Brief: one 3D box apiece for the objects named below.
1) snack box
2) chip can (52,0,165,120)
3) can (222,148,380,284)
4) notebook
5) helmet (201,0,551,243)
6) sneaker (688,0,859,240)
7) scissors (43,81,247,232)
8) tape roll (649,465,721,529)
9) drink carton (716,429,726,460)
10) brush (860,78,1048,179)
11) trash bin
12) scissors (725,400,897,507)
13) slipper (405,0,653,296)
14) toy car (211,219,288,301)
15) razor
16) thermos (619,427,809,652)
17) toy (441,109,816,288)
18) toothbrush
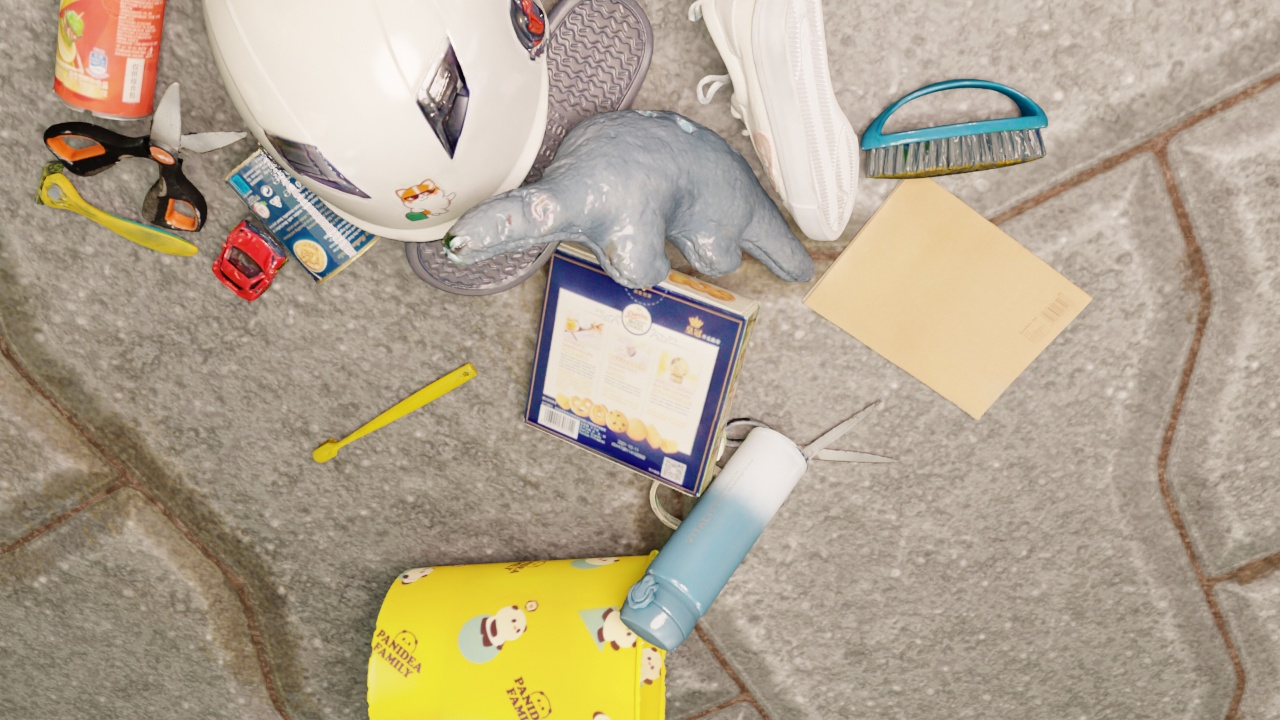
[{"bbox_3d":[-0.005,0.005,0.795,0.178,0.045,0.183,22,119,17],"label":"snack box"},{"bbox_3d":[-0.381,-0.289,0.671,0.073,0.073,0.217,18,117,-8],"label":"chip can"},{"bbox_3d":[-0.273,-0.128,0.750,0.075,0.075,0.111,-31,113,16],"label":"can"},{"bbox_3d":[0.273,-0.053,0.815,0.211,0.012,0.150,31,113,-14],"label":"notebook"},{"bbox_3d":[-0.191,-0.224,0.612,0.230,0.156,0.274,-20,83,14],"label":"helmet"},{"bbox_3d":[0.101,-0.180,0.693,0.091,0.089,0.242,15,153,32],"label":"sneaker"},{"bbox_3d":[-0.377,-0.157,0.695,0.204,0.021,0.225,21,155,-5],"label":"scissors"},{"bbox_3d":[0.052,0.136,0.912,0.086,0.013,0.086,4,121,7],"label":"tape roll"},{"bbox_3d":[0.048,0.029,0.842,0.054,0.045,0.123,2,118,18],"label":"drink carton"},{"bbox_3d":[0.247,-0.183,0.724,0.144,0.055,0.073,-5,102,5],"label":"brush"},{"bbox_3d":[-0.110,0.299,0.899,0.255,0.229,0.230,0,118,7],"label":"trash bin"},{"bbox_3d":[0.159,0.094,0.892,0.181,0.014,0.160,15,118,-5],"label":"scissors"},{"bbox_3d":[-0.088,-0.171,0.731,0.110,0.083,0.268,31,97,-25],"label":"slipper"},{"bbox_3d":[-0.333,-0.083,0.776,0.049,0.031,0.107,43,144,-17],"label":"toy car"},{"bbox_3d":[-0.448,-0.121,0.788,0.132,0.028,0.043,27,111,-14],"label":"razor"},{"bbox_3d":[0.065,0.155,0.806,0.070,0.219,0.070,31,150,20],"label":"thermos"},{"bbox_3d":[0.009,-0.119,0.685,0.092,0.355,0.138,-10,86,48],"label":"toy"},{"bbox_3d":[-0.237,0.050,0.878,0.190,0.016,0.016,-28,113,14],"label":"toothbrush"}]
